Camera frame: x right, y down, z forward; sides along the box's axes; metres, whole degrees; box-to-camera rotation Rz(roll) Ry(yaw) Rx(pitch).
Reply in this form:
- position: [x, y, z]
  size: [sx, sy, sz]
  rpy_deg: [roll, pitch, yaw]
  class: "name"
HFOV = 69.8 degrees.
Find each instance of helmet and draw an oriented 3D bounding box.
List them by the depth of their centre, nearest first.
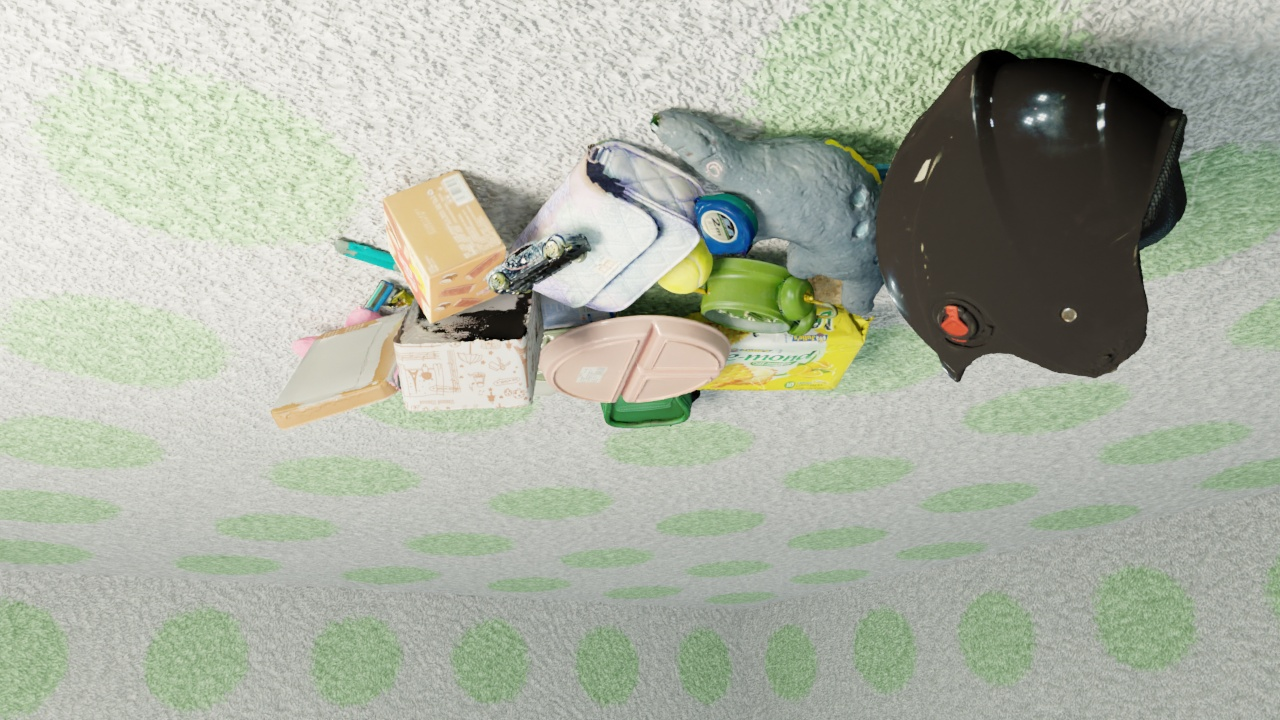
- position: [0.305, -0.112, 0.747]
  size: [0.230, 0.232, 0.276]
  rpy_deg: [41, 136, 7]
  class: "helmet"

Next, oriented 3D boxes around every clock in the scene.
- position: [0.137, -0.067, 1.014]
  size: [0.161, 0.056, 0.116]
  rpy_deg: [8, 171, 16]
  class: "clock"

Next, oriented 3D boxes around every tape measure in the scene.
- position: [0.077, -0.120, 0.803]
  size: [0.055, 0.025, 0.058]
  rpy_deg: [7, 137, 38]
  class: "tape measure"

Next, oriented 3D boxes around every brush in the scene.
- position: [0.228, -0.128, 0.970]
  size: [0.083, 0.045, 0.255]
  rpy_deg: [2, 153, -1]
  class: "brush"

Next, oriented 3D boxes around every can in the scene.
- position: [-0.093, -0.064, 1.048]
  size: [0.135, 0.053, 0.053]
  rpy_deg: [-6, 157, 7]
  class: "can"

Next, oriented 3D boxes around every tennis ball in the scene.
- position: [0.043, -0.103, 0.961]
  size: [0.065, 0.065, 0.065]
  rpy_deg: [-3, 157, -1]
  class: "tennis ball"

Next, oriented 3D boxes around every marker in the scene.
- position: [0.062, 0.073, 1.430]
  size: [0.020, 0.022, 0.132]
  rpy_deg: [-34, 171, -28]
  class: "marker"

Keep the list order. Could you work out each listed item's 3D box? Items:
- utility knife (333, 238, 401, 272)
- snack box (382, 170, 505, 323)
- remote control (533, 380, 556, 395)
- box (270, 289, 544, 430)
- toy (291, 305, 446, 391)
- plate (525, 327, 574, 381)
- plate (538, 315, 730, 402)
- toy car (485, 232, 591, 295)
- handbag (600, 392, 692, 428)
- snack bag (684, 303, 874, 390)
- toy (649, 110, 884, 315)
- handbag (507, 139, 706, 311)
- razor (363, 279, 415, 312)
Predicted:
- position: [-0.244, -0.099, 0.998]
  size: [0.192, 0.013, 0.029]
  rpy_deg: [15, 151, -37]
  class: "utility knife"
- position: [-0.184, -0.105, 0.861]
  size: [0.077, 0.092, 0.095]
  rpy_deg: [-27, 164, -21]
  class: "snack box"
- position: [-0.190, 0.029, 1.293]
  size: [0.150, 0.021, 0.058]
  rpy_deg: [4, 156, -17]
  class: "remote control"
- position: [-0.236, -0.016, 0.943]
  size: [0.262, 0.177, 0.088]
  rpy_deg: [-4, 119, 1]
  class: "box"
- position: [-0.320, -0.009, 1.128]
  size: [0.194, 0.074, 0.179]
  rpy_deg: [-4, 147, -8]
  class: "toy"
- position: [-0.081, -0.005, 1.163]
  size: [0.230, 0.027, 0.230]
  rpy_deg: [-4, 169, -1]
  class: "plate"
- position: [-0.006, 0.006, 1.084]
  size: [0.229, 0.028, 0.230]
  rpy_deg: [-3, 158, -2]
  class: "plate"
- position: [-0.093, -0.091, 0.835]
  size: [0.106, 0.031, 0.048]
  rpy_deg: [-26, 170, 24]
  class: "toy car"
- position: [0.006, 0.048, 1.301]
  size: [0.131, 0.068, 0.120]
  rpy_deg: [-6, 159, 8]
  class: "handbag"
- position: [0.157, -0.017, 1.171]
  size: [0.246, 0.068, 0.158]
  rpy_deg: [-1, 157, -2]
  class: "snack bag"
- position: [0.158, -0.138, 0.852]
  size: [0.138, 0.091, 0.356]
  rpy_deg: [-18, 143, 42]
  class: "toy"
- position: [-0.034, -0.121, 0.886]
  size: [0.134, 0.075, 0.194]
  rpy_deg: [23, 147, -20]
  class: "handbag"
- position: [-0.250, -0.063, 1.072]
  size: [0.142, 0.022, 0.043]
  rpy_deg: [17, 124, -41]
  class: "razor"
